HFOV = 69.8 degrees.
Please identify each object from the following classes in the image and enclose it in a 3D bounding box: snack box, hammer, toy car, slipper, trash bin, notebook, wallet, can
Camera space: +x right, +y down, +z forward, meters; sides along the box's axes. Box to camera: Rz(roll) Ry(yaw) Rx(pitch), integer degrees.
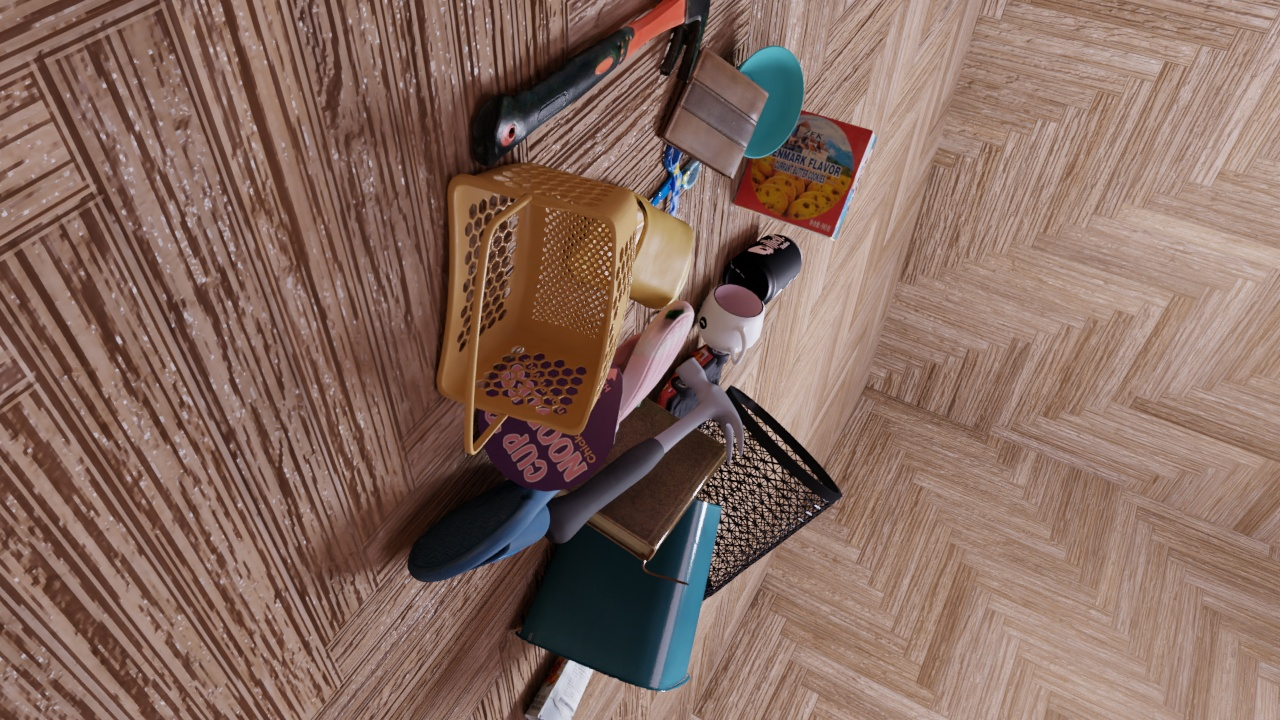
[{"bbox_3d":[0.214,-0.248,1.199,0.040,0.143,0.145,-4,115,-68],"label":"snack box"},{"bbox_3d":[0.006,0.107,0.985,0.309,0.125,0.030,-33,173,-44],"label":"hammer"},{"bbox_3d":[0.069,0.037,1.268,0.188,0.056,0.082,-43,149,-51],"label":"toy car"},{"bbox_3d":[-0.006,0.006,0.966,0.106,0.055,0.222,-42,172,-37],"label":"slipper"},{"bbox_3d":[-0.010,0.258,1.124,0.196,0.199,0.218,38,69,-71],"label":"trash bin"},{"bbox_3d":[0.013,0.133,1.029,0.214,0.190,0.035,-42,160,-52],"label":"notebook"},{"bbox_3d":[0.014,-0.104,0.928,0.099,0.078,0.263,-71,161,1],"label":"slipper"},{"bbox_3d":[0.120,0.198,1.301,0.243,0.217,0.216,-46,163,9],"label":"trash bin"},{"bbox_3d":[-0.026,-0.244,0.733,0.332,0.033,0.133,-48,154,-41],"label":"hammer"},{"bbox_3d":[0.077,-0.253,0.946,0.121,0.027,0.099,16,100,-48],"label":"wallet"},{"bbox_3d":[0.180,-0.132,1.337,0.145,0.080,0.080,-38,146,-55],"label":"can"},{"bbox_3d":[-0.119,0.144,0.811,0.059,0.104,0.213,67,23,-5],"label":"slipper"}]

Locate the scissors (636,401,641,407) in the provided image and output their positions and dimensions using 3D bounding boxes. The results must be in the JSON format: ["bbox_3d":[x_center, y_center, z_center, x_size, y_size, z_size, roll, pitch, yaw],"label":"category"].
[{"bbox_3d":[0.012,0.005,1.117,0.117,0.012,0.129,77,28,-67],"label":"scissors"}]

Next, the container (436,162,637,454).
[{"bbox_3d":[-0.081,-0.038,0.669,0.166,0.129,0.184,-55,160,-57],"label":"container"}]

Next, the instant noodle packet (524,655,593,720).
[{"bbox_3d":[-0.078,0.398,1.316,0.147,0.057,0.268,88,26,-56],"label":"instant noodle packet"}]

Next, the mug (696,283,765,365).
[{"bbox_3d":[0.124,-0.042,1.242,0.123,0.090,0.076,-99,-159,-45],"label":"mug"}]

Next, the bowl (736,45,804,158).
[{"bbox_3d":[0.124,-0.292,1.026,0.120,0.046,0.121,-21,127,-32],"label":"bowl"}]

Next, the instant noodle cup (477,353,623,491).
[{"bbox_3d":[-0.064,0.047,0.837,0.137,0.122,0.121,-36,174,7],"label":"instant noodle cup"}]

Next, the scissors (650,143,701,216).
[{"bbox_3d":[0.038,-0.196,0.989,0.129,0.013,0.126,-43,149,-45],"label":"scissors"}]
